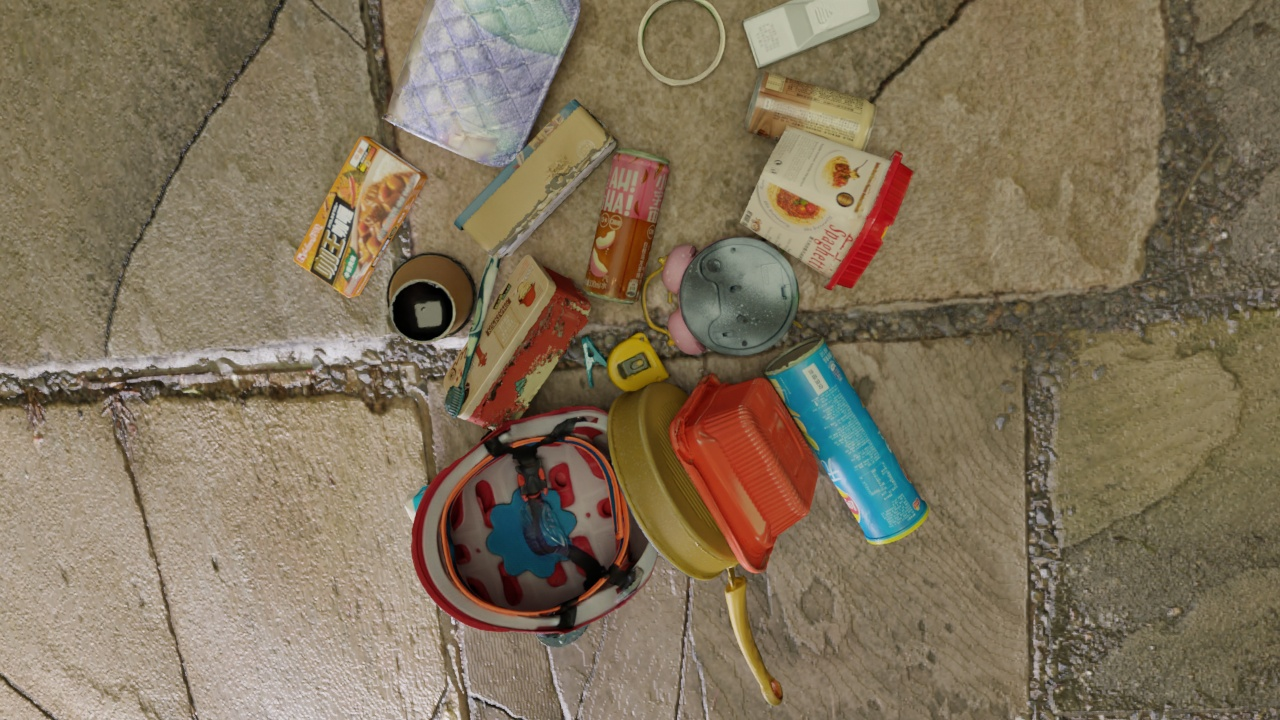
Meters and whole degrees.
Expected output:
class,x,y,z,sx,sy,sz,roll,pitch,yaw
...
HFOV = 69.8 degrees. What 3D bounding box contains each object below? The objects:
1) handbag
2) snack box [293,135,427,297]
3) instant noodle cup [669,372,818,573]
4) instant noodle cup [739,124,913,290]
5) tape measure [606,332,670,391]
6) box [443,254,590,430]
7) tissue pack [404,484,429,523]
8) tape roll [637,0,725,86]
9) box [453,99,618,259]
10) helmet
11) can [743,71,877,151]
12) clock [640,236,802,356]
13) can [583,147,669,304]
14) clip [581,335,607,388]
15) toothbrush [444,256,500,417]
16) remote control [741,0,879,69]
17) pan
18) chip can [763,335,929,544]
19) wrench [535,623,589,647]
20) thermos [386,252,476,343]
class,x,y,z,sx,sy,sz,roll,pitch,yaw
handbag,-0.150,-0.293,0.881,0.134,0.075,0.194,21,107,-20
snack box,-0.293,-0.149,0.959,0.075,0.026,0.154,34,102,-1
instant noodle cup,0.106,0.093,0.879,0.079,0.188,0.164,-29,98,24
instant noodle cup,0.169,-0.147,0.855,0.124,0.117,0.116,26,59,4
tape measure,-0.006,0.006,0.951,0.057,0.029,0.060,-31,96,-7
box,-0.120,-0.010,0.932,0.076,0.091,0.168,27,105,-34
tissue pack,-0.190,0.189,0.995,0.090,0.063,0.140,-20,98,9
tape roll,0.040,-0.313,0.898,0.086,0.014,0.086,1,101,6
box,-0.105,-0.171,0.903,0.184,0.089,0.060,-42,95,7
helmet,-0.103,0.168,0.917,0.239,0.144,0.207,-18,78,-13
can,0.162,-0.233,0.878,0.116,0.058,0.058,16,102,3
clock,0.079,-0.064,0.920,0.158,0.059,0.117,-7,101,6
can,-0.014,-0.132,0.912,0.058,0.058,0.147,14,98,3
clip,-0.049,0.000,0.969,0.033,0.013,0.054,-24,97,9
toothbrush,-0.168,-0.034,0.925,0.016,0.018,0.191,-5,65,35
remote control,0.163,-0.325,0.878,0.125,0.024,0.049,-20,98,10
pan,0.071,0.186,0.902,0.078,0.197,0.357,-30,98,24
chip can,0.208,0.081,0.929,0.071,0.071,0.210,-32,96,11
wrench,-0.043,0.203,1.007,0.056,0.016,0.274,26,103,0
thermos,-0.212,-0.058,0.916,0.093,0.143,0.093,-1,101,-7
